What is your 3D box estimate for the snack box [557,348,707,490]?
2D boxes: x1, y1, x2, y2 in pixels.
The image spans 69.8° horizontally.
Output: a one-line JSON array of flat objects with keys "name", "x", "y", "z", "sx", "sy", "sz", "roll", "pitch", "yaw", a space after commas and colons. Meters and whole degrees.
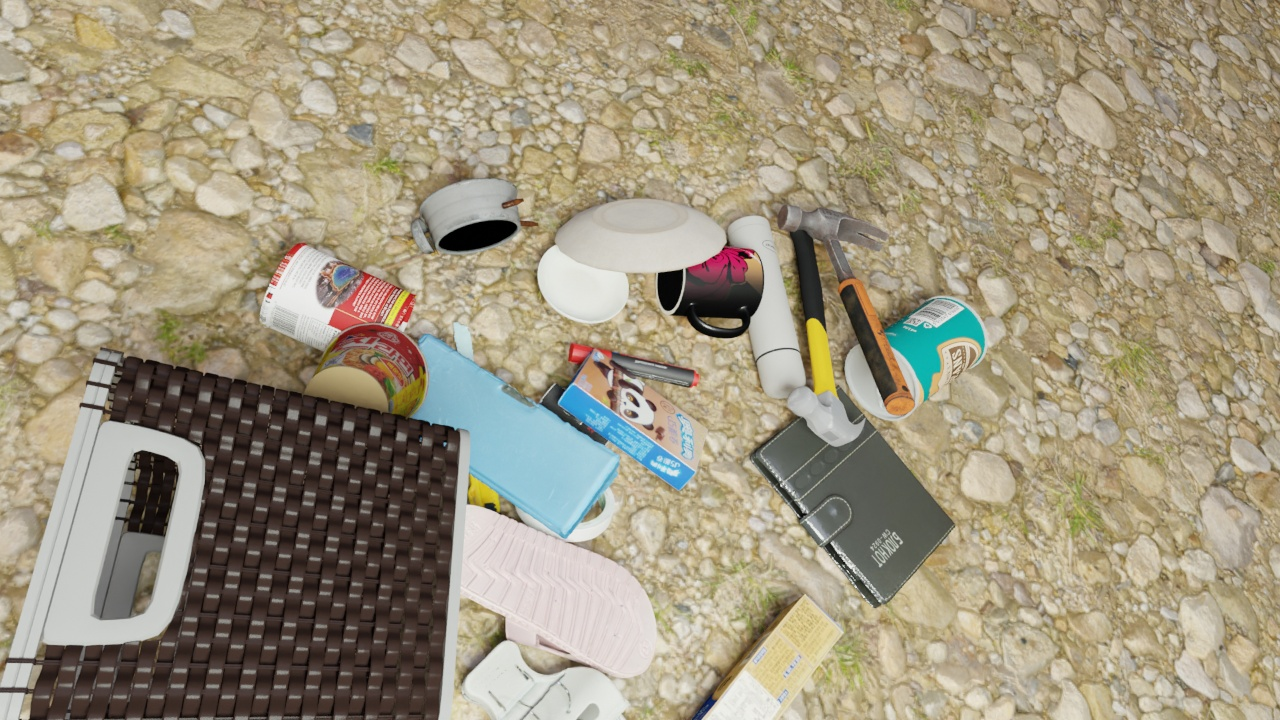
[{"name": "snack box", "x": -0.005, "y": 0.058, "z": 0.932, "sx": 0.151, "sy": 0.034, "sz": 0.087, "roll": 36, "pitch": 27, "yaw": -5}]

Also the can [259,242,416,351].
[{"name": "can", "x": -0.283, "y": -0.048, "z": 0.866, "sx": 0.116, "sy": 0.087, "sz": 0.086, "roll": 25, "pitch": 57, "yaw": -9}]

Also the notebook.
[{"name": "notebook", "x": 0.237, "y": 0.146, "z": 1.017, "sx": 0.169, "sy": 0.030, "sz": 0.209, "roll": -33, "pitch": 76, "yaw": -35}]

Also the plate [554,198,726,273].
[{"name": "plate", "x": 0.001, "y": -0.147, "z": 1.010, "sx": 0.189, "sy": 0.027, "sz": 0.188, "roll": 0, "pitch": 30, "yaw": 0}]

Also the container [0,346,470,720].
[{"name": "container", "x": -0.275, "y": 0.165, "z": 0.664, "sx": 0.243, "sy": 0.246, "sz": 0.246, "roll": 11, "pitch": 60, "yaw": -21}]

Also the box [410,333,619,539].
[{"name": "box", "x": -0.135, "y": 0.071, "z": 0.862, "sx": 0.231, "sy": 0.054, "sz": 0.093, "roll": 30, "pitch": 74, "yaw": 15}]

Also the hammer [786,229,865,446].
[{"name": "hammer", "x": 0.203, "y": -0.039, "z": 1.062, "sx": 0.127, "sy": 0.029, "sz": 0.322, "roll": 39, "pitch": 36, "yaw": -34}]

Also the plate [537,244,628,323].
[{"name": "plate", "x": -0.066, "y": -0.082, "z": 1.012, "sx": 0.104, "sy": 0.026, "sz": 0.104, "roll": 10, "pitch": 61, "yaw": -18}]

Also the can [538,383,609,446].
[{"name": "can", "x": -0.065, "y": 0.060, "z": 0.933, "sx": 0.080, "sy": 0.032, "sz": 0.031, "roll": 39, "pitch": 56, "yaw": 1}]

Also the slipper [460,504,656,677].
[{"name": "slipper", "x": -0.090, "y": 0.207, "z": 0.825, "sx": 0.239, "sy": 0.065, "sz": 0.094, "roll": 33, "pitch": 52, "yaw": -20}]

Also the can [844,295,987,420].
[{"name": "can", "x": 0.328, "y": -0.005, "z": 1.090, "sx": 0.143, "sy": 0.099, "sz": 0.099, "roll": -29, "pitch": 77, "yaw": -32}]

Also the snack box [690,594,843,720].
[{"name": "snack box", "x": 0.105, "y": 0.312, "z": 0.855, "sx": 0.056, "sy": 0.057, "sz": 0.206, "roll": 45, "pitch": 56, "yaw": 9}]

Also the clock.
[{"name": "clock", "x": -0.189, "y": -0.147, "z": 0.960, "sx": 0.148, "sy": 0.104, "sz": 0.056, "roll": -18, "pitch": 80, "yaw": 2}]

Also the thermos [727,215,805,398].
[{"name": "thermos", "x": 0.147, "y": -0.063, "z": 1.074, "sx": 0.052, "sy": 0.052, "sz": 0.223, "roll": 2, "pitch": 63, "yaw": -22}]

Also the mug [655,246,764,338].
[{"name": "mug", "x": 0.082, "y": -0.075, "z": 1.032, "sx": 0.098, "sy": 0.082, "sz": 0.117, "roll": 2, "pitch": 55, "yaw": -22}]

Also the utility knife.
[{"name": "utility knife", "x": -0.166, "y": 0.058, "z": 0.905, "sx": 0.030, "sy": 0.019, "sz": 0.217, "roll": 2, "pitch": 59, "yaw": -31}]

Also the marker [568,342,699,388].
[{"name": "marker", "x": -0.006, "y": 0.006, "z": 0.993, "sx": 0.145, "sy": 0.021, "sz": 0.023, "roll": 12, "pitch": 29, "yaw": -16}]

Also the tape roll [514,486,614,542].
[{"name": "tape roll", "x": -0.072, "y": 0.134, "z": 0.875, "sx": 0.094, "sy": 0.018, "sz": 0.093, "roll": 12, "pitch": 33, "yaw": -8}]

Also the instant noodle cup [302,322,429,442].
[{"name": "instant noodle cup", "x": -0.237, "y": 0.025, "z": 0.782, "sx": 0.100, "sy": 0.112, "sz": 0.100, "roll": -1, "pitch": 100, "yaw": -5}]

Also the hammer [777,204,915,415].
[{"name": "hammer", "x": 0.256, "y": -0.064, "z": 1.039, "sx": 0.137, "sy": 0.035, "sz": 0.313, "roll": 7, "pitch": 45, "yaw": -17}]

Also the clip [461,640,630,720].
[{"name": "clip", "x": -0.081, "y": 0.302, "z": 0.769, "sx": 0.126, "sy": 0.099, "sz": 0.152, "roll": -39, "pitch": 93, "yaw": -36}]
